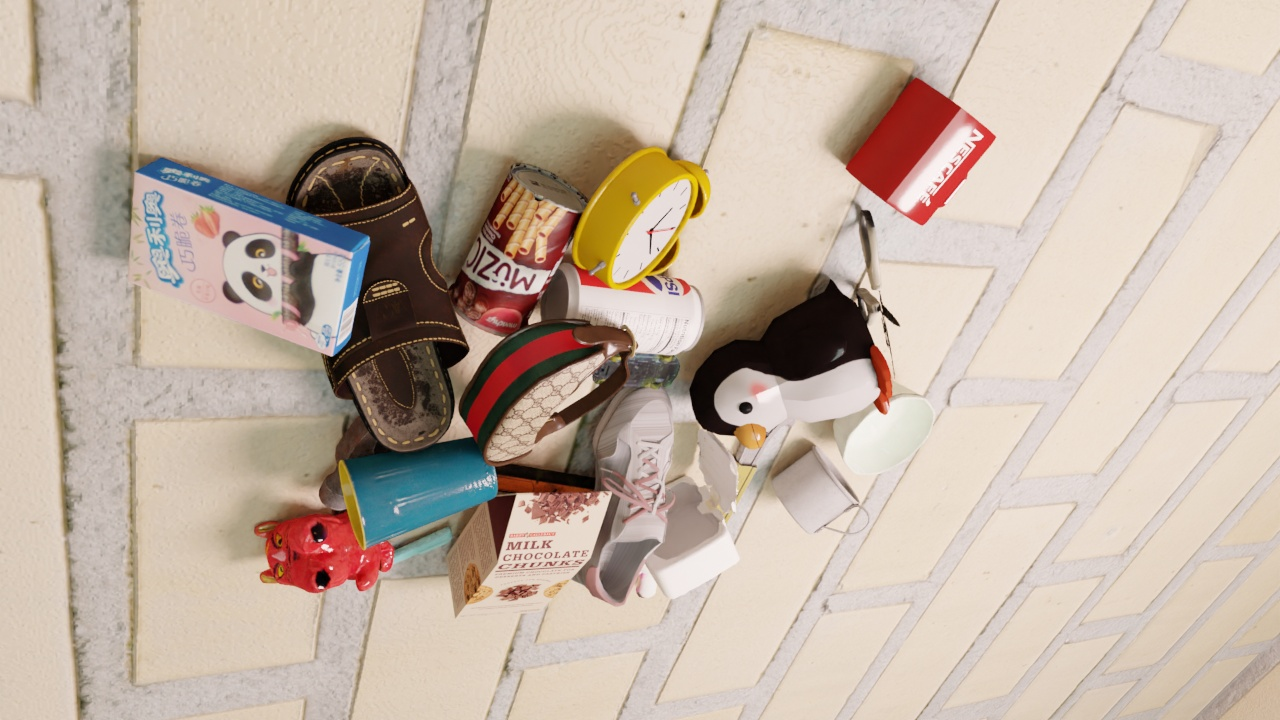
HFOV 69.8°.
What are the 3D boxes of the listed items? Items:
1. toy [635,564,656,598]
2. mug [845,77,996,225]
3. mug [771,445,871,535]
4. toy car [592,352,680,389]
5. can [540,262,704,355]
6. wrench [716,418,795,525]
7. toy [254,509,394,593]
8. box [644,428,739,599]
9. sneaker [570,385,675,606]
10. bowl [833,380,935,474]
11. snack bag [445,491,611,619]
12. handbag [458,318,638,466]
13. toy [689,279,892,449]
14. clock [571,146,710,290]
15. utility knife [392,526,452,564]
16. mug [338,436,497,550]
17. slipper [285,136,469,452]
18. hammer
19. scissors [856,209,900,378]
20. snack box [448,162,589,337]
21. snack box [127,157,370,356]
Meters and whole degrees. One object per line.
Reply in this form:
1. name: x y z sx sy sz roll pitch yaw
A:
1. toy: 0.017 0.233 1.074 0.079 0.038 0.123 26 120 -40
2. mug: 0.258 -0.180 0.821 0.116 0.080 0.097 16 119 -43
3. mug: 0.210 0.162 1.059 0.070 0.113 0.084 -39 150 11
4. toy car: -0.005 0.005 0.879 0.089 0.027 0.039 2 123 -27
5. can: -0.015 -0.043 0.804 0.132 0.070 0.070 5 125 -29
6. wrench: 0.108 0.129 1.045 0.083 0.018 0.274 5 124 -30
7. toy: -0.294 0.178 0.871 0.094 0.088 0.132 -12 163 27
8. box: 0.057 0.153 0.980 0.151 0.107 0.132 -29 134 -6
9. sneaker: -0.004 0.139 0.916 0.099 0.089 0.236 5 108 -38
10. bowl: 0.268 0.069 1.044 0.117 0.061 0.118 -13 131 -16
11. snack bag: -0.112 0.178 0.900 0.094 0.069 0.207 3 144 -29
12. handbag: -0.072 0.022 0.772 0.138 0.063 0.167 -12 151 -41
13. toy: 0.135 0.008 0.904 0.184 0.140 0.159 -20 158 5
14. clock: 0.005 -0.113 0.742 0.114 0.052 0.151 -59 162 25
15. utility knife: -0.256 0.204 0.930 0.141 0.015 0.022 -23 152 -6
16. mug: -0.191 0.109 0.797 0.121 0.078 0.078 -14 132 -25
17. slipper: -0.197 -0.035 0.702 0.113 0.075 0.268 -15 121 -15
18. hammer: -0.135 0.103 0.895 0.314 0.035 0.138 15 118 -36
19. scissors: 0.223 -0.061 0.874 0.012 0.170 0.157 -7 172 4
20. snack box: -0.097 -0.087 0.727 0.072 0.072 0.121 14 119 -34
21. snack box: -0.271 -0.071 0.634 0.154 0.033 0.088 20 120 -2
